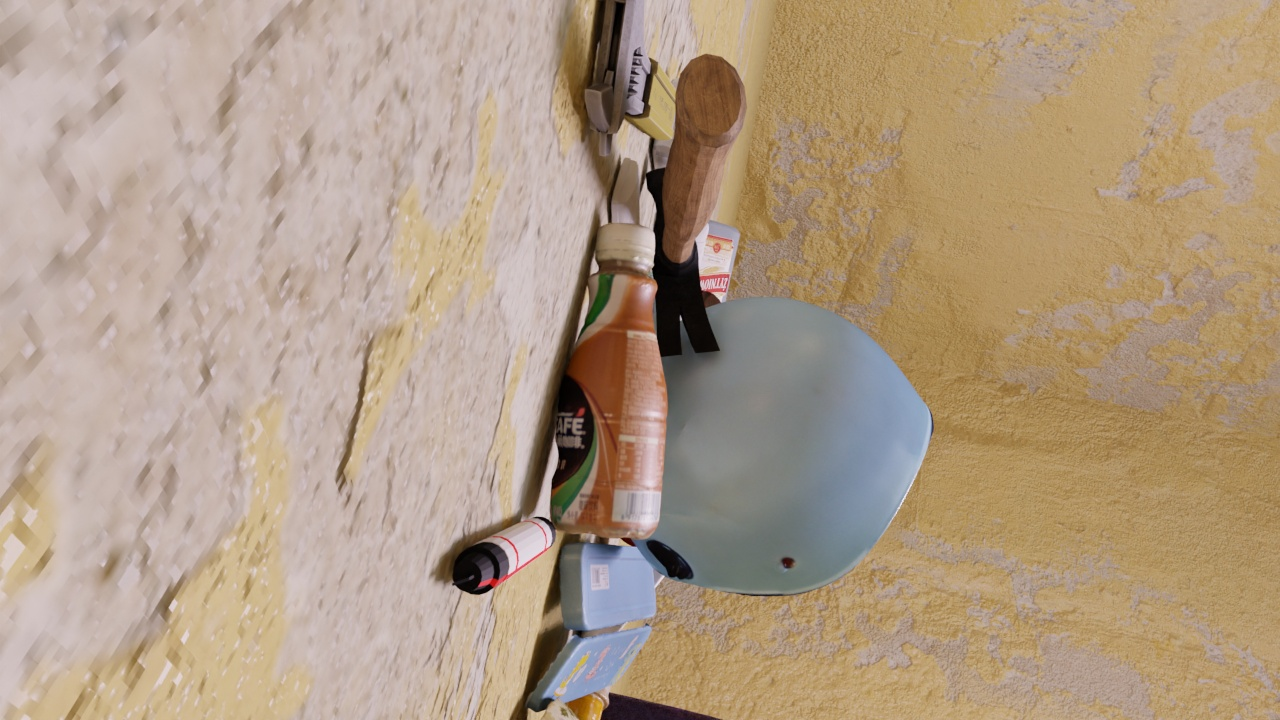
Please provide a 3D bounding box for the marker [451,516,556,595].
[{"bbox_3d":[-0.058,0.083,0.397,0.145,0.019,0.019,42,60,-84],"label":"marker"}]

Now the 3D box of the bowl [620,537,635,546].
[{"bbox_3d":[-0.007,0.126,0.924,0.122,0.035,0.122,15,88,-84],"label":"bowl"}]

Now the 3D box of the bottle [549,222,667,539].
[{"bbox_3d":[-0.014,0.010,0.495,0.059,0.059,0.167,51,43,-83],"label":"bottle"}]

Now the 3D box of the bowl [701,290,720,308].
[{"bbox_3d":[0.032,-0.013,0.859,0.120,0.032,0.119,-34,-132,48],"label":"bowl"}]

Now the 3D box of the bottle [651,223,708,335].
[{"bbox_3d":[0.026,-0.059,0.799,0.044,0.044,0.136,-61,162,-71],"label":"bottle"}]

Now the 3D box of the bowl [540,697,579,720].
[{"bbox_3d":[-0.056,0.303,0.598,0.145,0.063,0.145,21,89,-81],"label":"bowl"}]

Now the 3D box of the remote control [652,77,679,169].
[{"bbox_3d":[0.029,-0.160,0.698,0.138,0.025,0.060,67,36,-81],"label":"remote control"}]

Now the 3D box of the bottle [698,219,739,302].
[{"bbox_3d":[0.053,-0.063,0.941,0.046,0.072,0.161,15,-86,52],"label":"bottle"}]

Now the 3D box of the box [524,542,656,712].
[{"bbox_3d":[-0.026,0.205,0.715,0.209,0.039,0.126,40,61,-70],"label":"box"}]

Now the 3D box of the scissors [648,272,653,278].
[{"bbox_3d":[-0.008,0.005,0.785,0.064,0.033,0.174,-77,173,-53],"label":"scissors"}]

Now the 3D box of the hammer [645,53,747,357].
[{"bbox_3d":[0.025,-0.079,0.498,0.305,0.040,0.132,98,-14,-84],"label":"hammer"}]

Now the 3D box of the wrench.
[{"bbox_3d":[0.001,-0.147,0.488,0.273,0.018,0.084,-51,153,-78],"label":"wrench"}]

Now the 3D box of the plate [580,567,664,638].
[{"bbox_3d":[-0.006,0.218,0.909,0.182,0.034,0.182,-50,173,-9],"label":"plate"}]

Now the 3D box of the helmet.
[{"bbox_3d":[0.069,0.047,0.682,0.266,0.167,0.224,-15,-149,49],"label":"helmet"}]

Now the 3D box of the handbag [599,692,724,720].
[{"bbox_3d":[0.005,0.411,0.874,0.222,0.205,0.125,83,19,-53],"label":"handbag"}]

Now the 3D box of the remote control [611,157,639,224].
[{"bbox_3d":[-0.008,-0.077,0.579,0.131,0.012,0.033,90,14,-67],"label":"remote control"}]

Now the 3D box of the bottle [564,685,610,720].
[{"bbox_3d":[-0.064,0.345,0.747,0.185,0.053,0.053,-72,172,-45],"label":"bottle"}]
